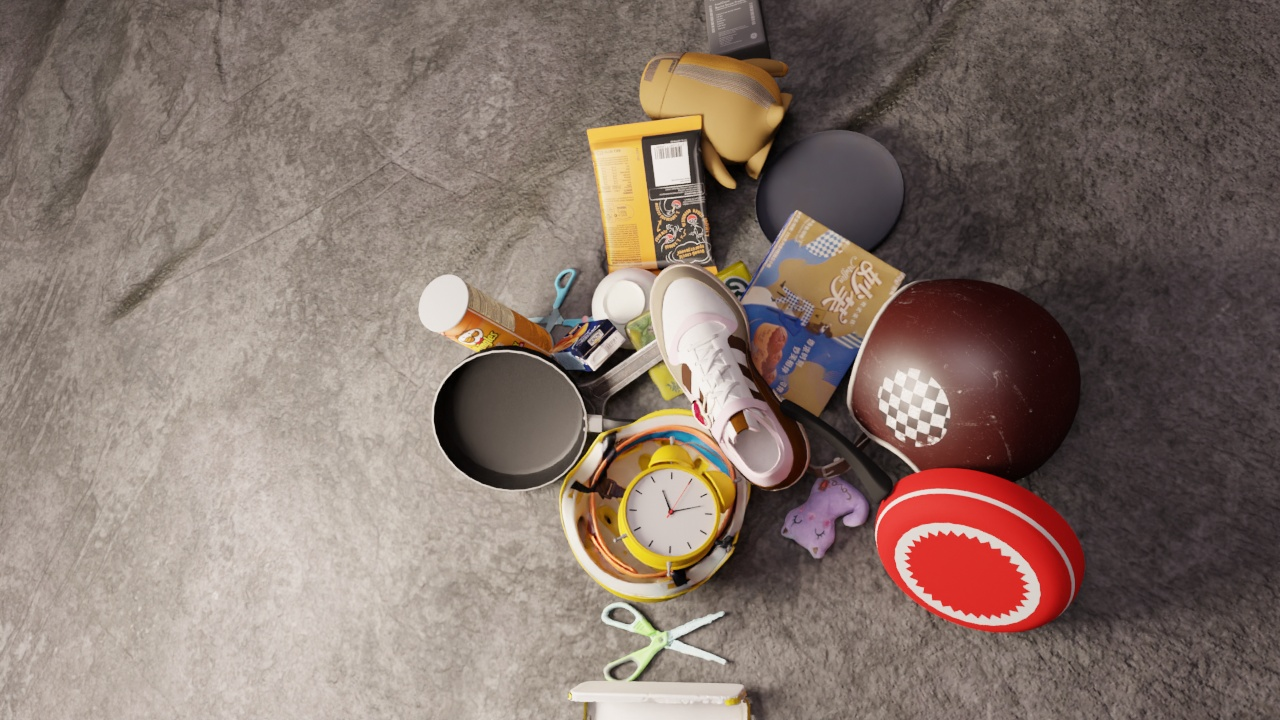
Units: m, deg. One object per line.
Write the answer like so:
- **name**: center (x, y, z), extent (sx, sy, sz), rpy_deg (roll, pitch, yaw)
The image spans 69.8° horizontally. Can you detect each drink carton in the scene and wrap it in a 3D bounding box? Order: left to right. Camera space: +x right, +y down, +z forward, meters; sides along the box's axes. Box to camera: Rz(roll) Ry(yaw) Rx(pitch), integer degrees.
- **drink carton**: center (-0.072, -0.020, 1.229), extent (0.064, 0.130, 0.040), rpy_deg (-46, 104, -16)

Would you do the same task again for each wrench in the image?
- **wrench**: center (-0.007, 0.007, 1.192), extent (0.274, 0.010, 0.070), rpy_deg (-35, 95, 33)

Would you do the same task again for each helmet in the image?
- **helmet**: center (0.019, 0.185, 1.122), extent (0.209, 0.140, 0.239), rpy_deg (40, 66, 15)
- **helmet**: center (0.343, 0.029, 1.017), extent (0.232, 0.234, 0.254), rpy_deg (-28, 39, -32)

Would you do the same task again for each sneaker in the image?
- **sneaker**: center (0.088, 0.017, 1.038), extent (0.112, 0.116, 0.293), rpy_deg (-27, 81, 11)

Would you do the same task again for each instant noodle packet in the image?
- **instant noodle packet**: center (0.017, -0.215, 1.264), extent (0.160, 0.032, 0.221), rpy_deg (-2, 108, 19)

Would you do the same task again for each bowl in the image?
- **bowl**: center (-0.016, -0.075, 1.254), extent (0.113, 0.063, 0.113), rpy_deg (-2, 83, 14)

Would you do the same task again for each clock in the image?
- **clock**: center (0.040, 0.162, 1.028), extent (0.113, 0.052, 0.151), rpy_deg (31, 68, 11)

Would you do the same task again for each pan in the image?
- **pan**: center (-0.096, 0.079, 1.216), extent (0.356, 0.044, 0.204), rpy_deg (2, 112, 1)
- **pan**: center (0.258, -0.145, 1.216), extent (0.199, 0.021, 0.355), rpy_deg (-9, 70, 17)
- **pan**: center (0.289, 0.161, 0.973), extent (0.356, 0.209, 0.067), rpy_deg (34, 49, 8)

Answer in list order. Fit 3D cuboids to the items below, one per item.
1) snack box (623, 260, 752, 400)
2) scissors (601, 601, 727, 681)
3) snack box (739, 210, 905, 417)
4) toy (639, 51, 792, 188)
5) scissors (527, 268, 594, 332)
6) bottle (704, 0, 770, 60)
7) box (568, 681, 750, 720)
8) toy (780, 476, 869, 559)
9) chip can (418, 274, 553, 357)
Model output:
- **snack box**: center (0.081, -0.036, 1.194), extent (0.181, 0.045, 0.121), rpy_deg (-27, 100, 8)
- **scissors**: center (0.026, 0.352, 1.129), extent (0.171, 0.028, 0.138), rpy_deg (8, 72, 27)
- **snack box**: center (0.201, -0.057, 1.126), extent (0.155, 0.069, 0.203), rpy_deg (31, 95, -1)
- **toy**: center (0.095, -0.351, 1.272), extent (0.203, 0.163, 0.198), rpy_deg (23, 79, 3)
- **scissors**: center (-0.109, -0.076, 1.329), extent (0.135, 0.015, 0.135), rpy_deg (2, 72, 18)
- **bottle**: center (0.141, -0.523, 1.379), extent (0.084, 0.046, 0.173), rpy_deg (-11, 68, 16)
- **box**: center (0.023, 0.421, 1.077), extent (0.210, 0.079, 0.080), rpy_deg (-4, 86, 18)
- **toy**: center (0.224, 0.188, 1.101), extent (0.080, 0.036, 0.099), rpy_deg (33, 83, 28)
- **chip can**: center (-0.201, -0.043, 1.233), extent (0.075, 0.215, 0.075), rpy_deg (-7, 72, 23)
